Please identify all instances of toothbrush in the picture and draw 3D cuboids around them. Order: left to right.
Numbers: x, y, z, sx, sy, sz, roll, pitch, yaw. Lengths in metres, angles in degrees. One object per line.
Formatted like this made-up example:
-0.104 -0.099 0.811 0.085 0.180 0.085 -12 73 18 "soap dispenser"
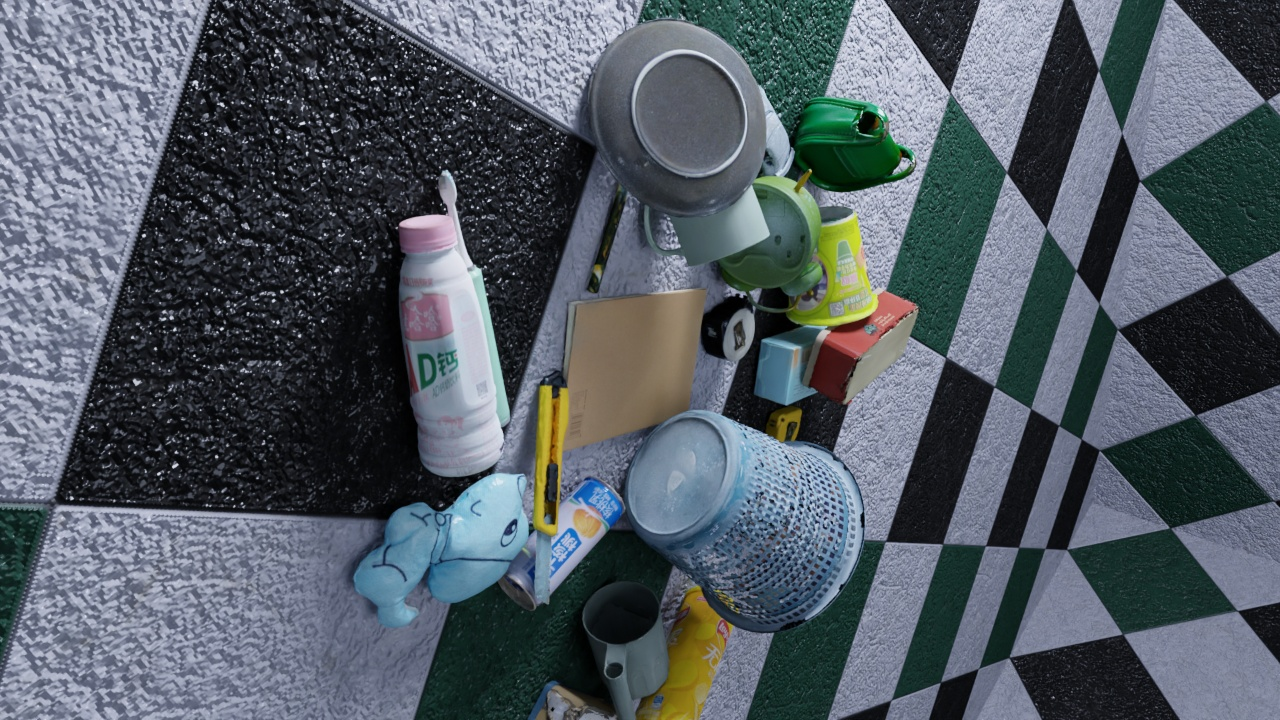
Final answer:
-0.135 -0.042 0.736 0.026 0.027 0.225 -10 120 -6 "toothbrush"
-0.015 -0.151 0.851 0.012 0.017 0.186 15 93 -61 "toothbrush"

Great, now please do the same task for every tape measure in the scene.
0.101 -0.033 1.040 0.065 0.034 0.066 -38 132 -35 "tape measure"
0.191 0.091 1.214 0.059 0.029 0.057 -11 114 -50 "tape measure"

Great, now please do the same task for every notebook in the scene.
-0.006 0.005 0.937 0.211 0.012 0.150 -12 115 -50 "notebook"

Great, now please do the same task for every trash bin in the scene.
0.096 0.156 0.990 0.195 0.227 0.226 35 76 -40 "trash bin"

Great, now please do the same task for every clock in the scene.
0.137 -0.124 0.981 0.056 0.116 0.161 -40 132 -49 "clock"

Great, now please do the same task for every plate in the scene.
0.040 -0.216 0.811 0.179 0.024 0.179 1 88 -24 "plate"

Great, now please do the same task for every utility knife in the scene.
-0.082 0.115 0.837 0.033 0.015 0.215 6 84 -44 "utility knife"

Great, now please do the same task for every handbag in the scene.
0.246 -0.247 1.063 0.131 0.120 0.068 30 75 -51 "handbag"

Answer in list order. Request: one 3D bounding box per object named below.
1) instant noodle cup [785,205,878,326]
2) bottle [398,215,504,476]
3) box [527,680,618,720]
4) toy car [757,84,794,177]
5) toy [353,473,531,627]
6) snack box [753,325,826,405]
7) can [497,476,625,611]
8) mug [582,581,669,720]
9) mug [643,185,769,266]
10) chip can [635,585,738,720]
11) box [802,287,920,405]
0.226 -0.118 1.111 0.111 0.112 0.123 -33 121 -41 "instant noodle cup"
-0.148 -0.010 0.701 0.068 0.068 0.197 -27 122 -44 "bottle"
-0.057 0.418 1.011 0.089 0.061 0.184 -59 144 -15 "box"
0.130 -0.245 0.985 0.054 0.037 0.120 -61 139 -14 "toy car"
-0.156 0.158 0.777 0.156 0.050 0.161 40 74 -47 "toy"
0.215 0.000 1.186 0.174 0.052 0.074 -16 118 -48 "snack box"
-0.076 0.175 0.883 0.134 0.053 0.053 -45 136 -32 "can"
-0.015 0.317 0.982 0.123 0.084 0.103 -81 165 -52 "mug"
0.054 -0.149 0.882 0.082 0.112 0.106 -71 140 -76 "mug"
0.051 0.361 1.062 0.212 0.072 0.072 -56 145 -50 "chip can"
0.283 -0.014 1.144 0.167 0.077 0.091 -32 143 -40 "box"
